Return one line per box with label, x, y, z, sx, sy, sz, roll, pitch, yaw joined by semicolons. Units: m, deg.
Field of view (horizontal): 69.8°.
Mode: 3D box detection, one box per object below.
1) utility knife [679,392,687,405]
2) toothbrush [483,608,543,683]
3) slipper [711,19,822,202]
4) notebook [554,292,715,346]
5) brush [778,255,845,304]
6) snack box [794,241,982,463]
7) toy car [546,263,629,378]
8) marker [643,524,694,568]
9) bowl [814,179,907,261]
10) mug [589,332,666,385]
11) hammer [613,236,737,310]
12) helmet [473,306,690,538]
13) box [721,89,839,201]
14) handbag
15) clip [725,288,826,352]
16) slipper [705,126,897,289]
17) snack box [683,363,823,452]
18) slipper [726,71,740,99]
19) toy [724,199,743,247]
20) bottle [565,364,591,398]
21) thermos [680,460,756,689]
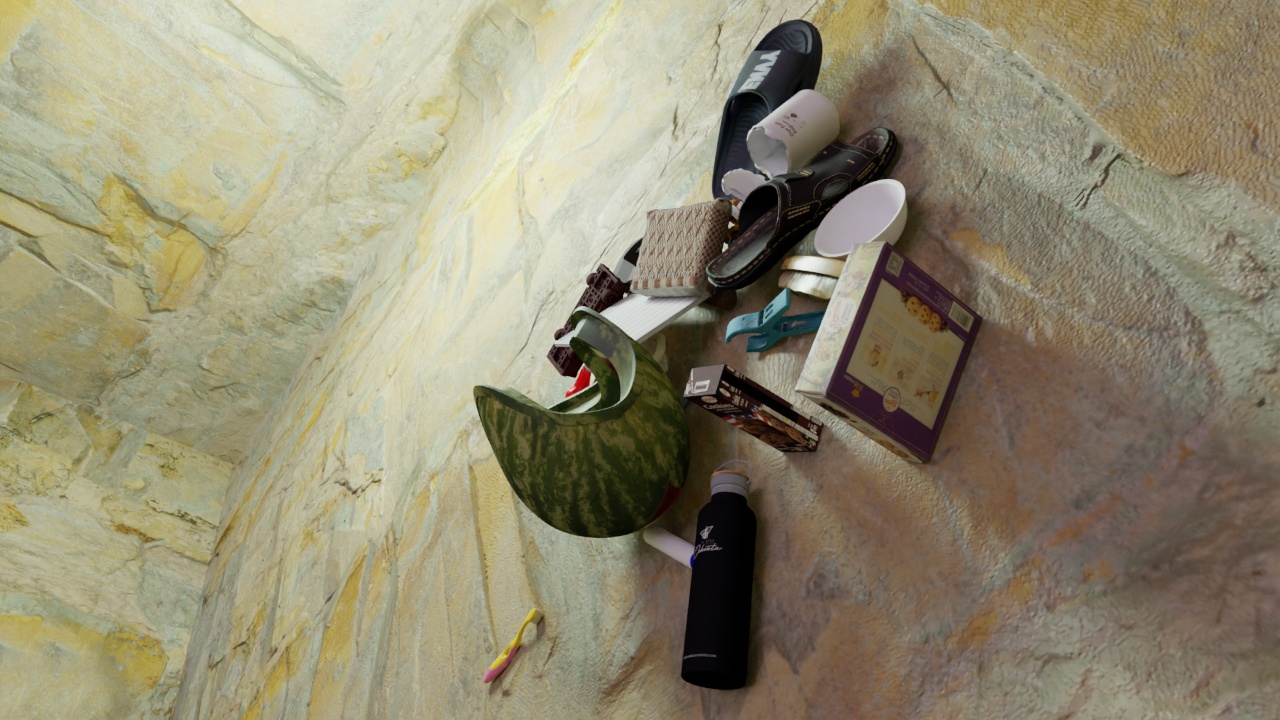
utility knife;0.007;0.100;1.187;0.206;0.015;0.031;-47;36;21
toothbrush;-0.170;0.380;1.217;0.136;0.016;0.021;-55;31;15
slipper;0.147;-0.326;1.212;0.111;0.083;0.268;27;102;40
notebook;-0.013;-0.055;1.227;0.142;0.009;0.210;-35;18;-26
brush;0.206;-0.082;0.981;0.195;0.059;0.043;26;96;65
snack box;0.220;-0.006;0.801;0.041;0.143;0.148;6;69;58
toy car;-0.072;-0.056;1.383;0.170;0.061;0.070;-58;44;16
marker;0.045;0.212;1.013;0.133;0.023;0.027;13;97;61
bowl;0.245;-0.139;0.984;0.110;0.040;0.109;-35;29;23
mug;-0.007;0.007;1.206;0.120;0.096;0.099;-45;21;27
hammer;0.041;-0.110;1.305;0.323;0.033;0.115;24;89;61
helmet;-0.056;0.091;1.066;0.243;0.248;0.212;32;58;28
box;0.170;-0.258;1.134;0.165;0.083;0.093;-39;-17;-21
handbag;0.055;-0.144;1.201;0.186;0.047;0.124;7;82;62
clip;0.160;-0.035;1.046;0.127;0.113;0.028;-17;49;44
slipper;0.177;-0.187;1.065;0.268;0.076;0.113;-40;28;5
snack box;0.115;0.050;0.922;0.051;0.141;0.031;-9;56;55
slipper;0.161;-0.370;1.327;0.098;0.054;0.268;-52;28;21
toy;0.134;-0.152;1.157;0.087;0.067;0.112;-7;44;40
bottle;-0.067;0.014;1.360;0.119;0.036;0.036;-58;28;5
thermos;0.083;0.203;0.917;0.061;0.061;0.230;-29;41;44
